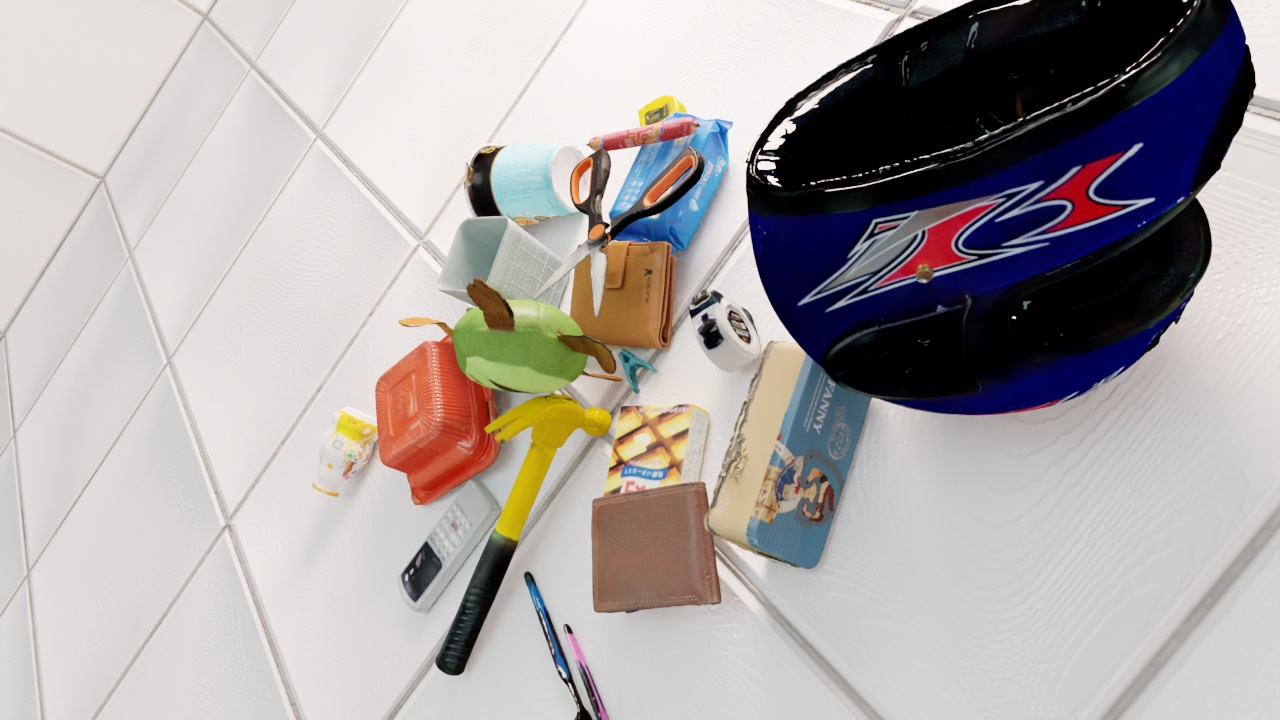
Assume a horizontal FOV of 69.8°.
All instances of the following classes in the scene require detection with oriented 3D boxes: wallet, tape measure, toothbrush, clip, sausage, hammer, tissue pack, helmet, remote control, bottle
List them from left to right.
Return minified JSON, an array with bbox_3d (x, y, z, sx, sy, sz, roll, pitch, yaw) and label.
[{"bbox_3d":[-0.371,0.115,1.148,0.063,0.063,0.108,19,82,45],"label":"bottle"},{"bbox_3d":[-0.210,0.201,0.994,0.150,0.021,0.058,-53,45,5],"label":"remote control"},{"bbox_3d":[-0.132,0.170,0.897,0.033,0.128,0.301,30,100,43],"label":"hammer"},{"bbox_3d":[-0.078,0.272,0.850,0.189,0.014,0.016,58,133,42],"label":"toothbrush"},{"bbox_3d":[-0.035,0.308,0.794,0.018,0.014,0.189,-54,43,23],"label":"toothbrush"},{"bbox_3d":[-0.020,-0.068,0.942,0.132,0.031,0.108,6,92,42],"label":"wallet"},{"bbox_3d":[-0.006,0.006,0.921,0.034,0.013,0.054,-46,48,12],"label":"clip"},{"bbox_3d":[0.000,-0.233,0.956,0.156,0.020,0.020,0,69,41],"label":"sausage"},{"bbox_3d":[0.010,0.160,0.774,0.125,0.032,0.101,-16,67,36],"label":"wallet"},{"bbox_3d":[0.023,-0.269,1.023,0.057,0.029,0.060,-26,54,29],"label":"tape measure"},{"bbox_3d":[0.034,-0.185,0.955,0.095,0.052,0.157,20,83,43],"label":"tissue pack"},{"bbox_3d":[0.077,-0.024,0.825,0.034,0.065,0.066,-34,48,29],"label":"tape measure"},{"bbox_3d":[0.230,-0.084,0.593,0.316,0.240,0.246,-6,43,49],"label":"helmet"}]

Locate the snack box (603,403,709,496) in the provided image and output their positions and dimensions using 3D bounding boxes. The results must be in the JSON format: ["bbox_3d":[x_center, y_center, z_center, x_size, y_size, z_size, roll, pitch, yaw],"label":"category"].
[{"bbox_3d":[0.010,0.110,0.840,0.087,0.033,0.140,-3,69,39],"label":"snack box"}]

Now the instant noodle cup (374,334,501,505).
[{"bbox_3d":[-0.237,0.053,1.042,0.165,0.079,0.188,-34,55,33],"label":"instant noodle cup"}]

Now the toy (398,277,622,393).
[{"bbox_3d":[-0.120,-0.013,0.892,0.247,0.227,0.090,163,126,-70],"label":"toy"}]

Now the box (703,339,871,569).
[{"bbox_3d":[0.121,0.066,0.725,0.062,0.089,0.184,10,77,50],"label":"box"}]

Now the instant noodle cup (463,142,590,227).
[{"bbox_3d":[-0.127,-0.207,1.075,0.121,0.111,0.111,-1,68,33],"label":"instant noodle cup"}]

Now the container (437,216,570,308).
[{"bbox_3d":[-0.147,-0.095,1.025,0.090,0.111,0.090,6,73,44],"label":"container"}]

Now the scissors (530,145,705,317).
[{"bbox_3d":[-0.028,-0.140,0.917,0.221,0.021,0.234,-30,46,20],"label":"scissors"}]
